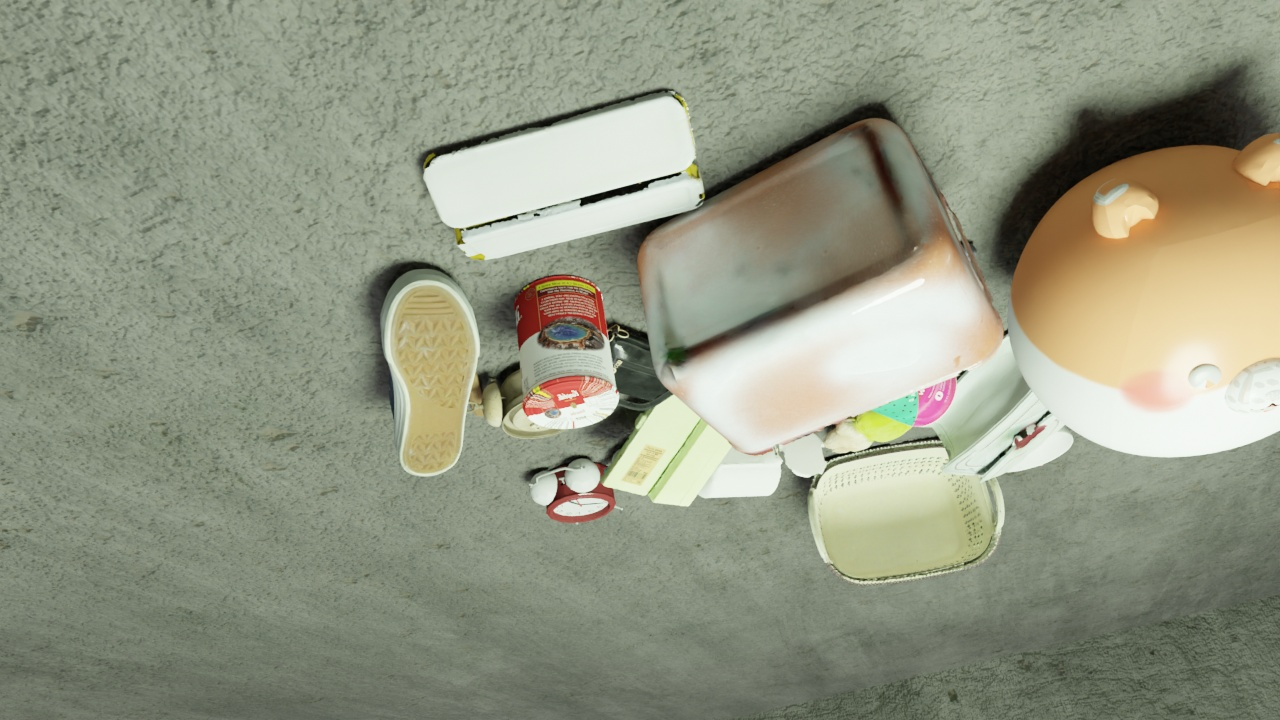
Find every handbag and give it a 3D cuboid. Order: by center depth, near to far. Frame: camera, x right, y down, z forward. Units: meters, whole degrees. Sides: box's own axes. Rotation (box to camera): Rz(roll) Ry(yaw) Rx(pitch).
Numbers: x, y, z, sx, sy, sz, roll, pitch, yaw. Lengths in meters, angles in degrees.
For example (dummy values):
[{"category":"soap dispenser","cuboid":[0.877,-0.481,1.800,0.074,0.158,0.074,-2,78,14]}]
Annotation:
[{"category":"handbag","cuboid":[-0.006,0.005,0.952,0.128,0.054,0.079,16,136,-31]},{"category":"handbag","cuboid":[0.455,0.060,1.109,0.141,0.096,0.199,5,138,-26]}]

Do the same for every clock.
[{"category":"clock","cuboid":[-0.124,0.041,0.974,0.140,0.054,0.093,-4,148,-22]},{"category":"clock","cuboid":[-0.085,0.169,1.190,0.096,0.048,0.137,-20,148,16]}]

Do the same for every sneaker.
[{"category":"sneaker","cuboid":[-0.206,0.004,0.882,0.087,0.079,0.236,-8,132,-21]}]

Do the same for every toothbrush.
[{"category":"toothbrush","cuboid":[-0.177,0.016,0.959,0.016,0.016,0.167,-7,150,-5]}]

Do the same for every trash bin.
[{"category":"trash bin","cuboid":[0.138,-0.058,0.772,0.260,0.181,0.157,-25,143,24]}]

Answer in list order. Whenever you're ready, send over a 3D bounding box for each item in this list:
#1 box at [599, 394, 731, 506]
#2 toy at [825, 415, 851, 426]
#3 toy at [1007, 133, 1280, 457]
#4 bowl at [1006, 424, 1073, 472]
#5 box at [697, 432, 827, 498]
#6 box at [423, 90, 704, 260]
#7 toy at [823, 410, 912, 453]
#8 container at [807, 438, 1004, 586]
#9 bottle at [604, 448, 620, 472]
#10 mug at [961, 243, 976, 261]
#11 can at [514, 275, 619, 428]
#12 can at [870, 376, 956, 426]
[{"category":"box","cuboid":[0.052,0.087,1.056,0.138,0.030,0.187,19,115,-38]},{"category":"toy","cuboid":[0.223,0.053,1.094,0.108,0.053,0.105,-27,159,23]},{"category":"toy","cuboid":[0.461,-0.054,0.792,0.263,0.265,0.281,-16,132,6]},{"category":"bowl","cuboid":[0.520,0.104,1.248,0.114,0.050,0.115,-7,148,-5]},{"category":"box","cuboid":[0.150,0.135,1.172,0.165,0.084,0.095,3,138,-23]},{"category":"box","cuboid":[-0.056,-0.138,0.731,0.210,0.045,0.128,-13,145,6]},{"category":"toy","cuboid":[0.288,0.084,1.157,0.118,0.043,0.092,-30,149,21]},{"category":"container","cuboid":[0.358,0.217,1.276,0.252,0.184,0.143,-11,160,4]},{"category":"bottle","cuboid":[0.007,0.115,1.134,0.044,0.044,0.137,22,136,-40]},{"category":"mug","cuboid":[0.263,-0.067,0.896,0.123,0.084,0.104,-18,155,-36]},{"category":"can","cuboid":[-0.070,-0.007,0.852,0.086,0.116,0.087,-7,148,-5]},{"category":"can","cuboid":[0.268,0.014,1.003,0.165,0.088,0.088,20,137,-39]}]
